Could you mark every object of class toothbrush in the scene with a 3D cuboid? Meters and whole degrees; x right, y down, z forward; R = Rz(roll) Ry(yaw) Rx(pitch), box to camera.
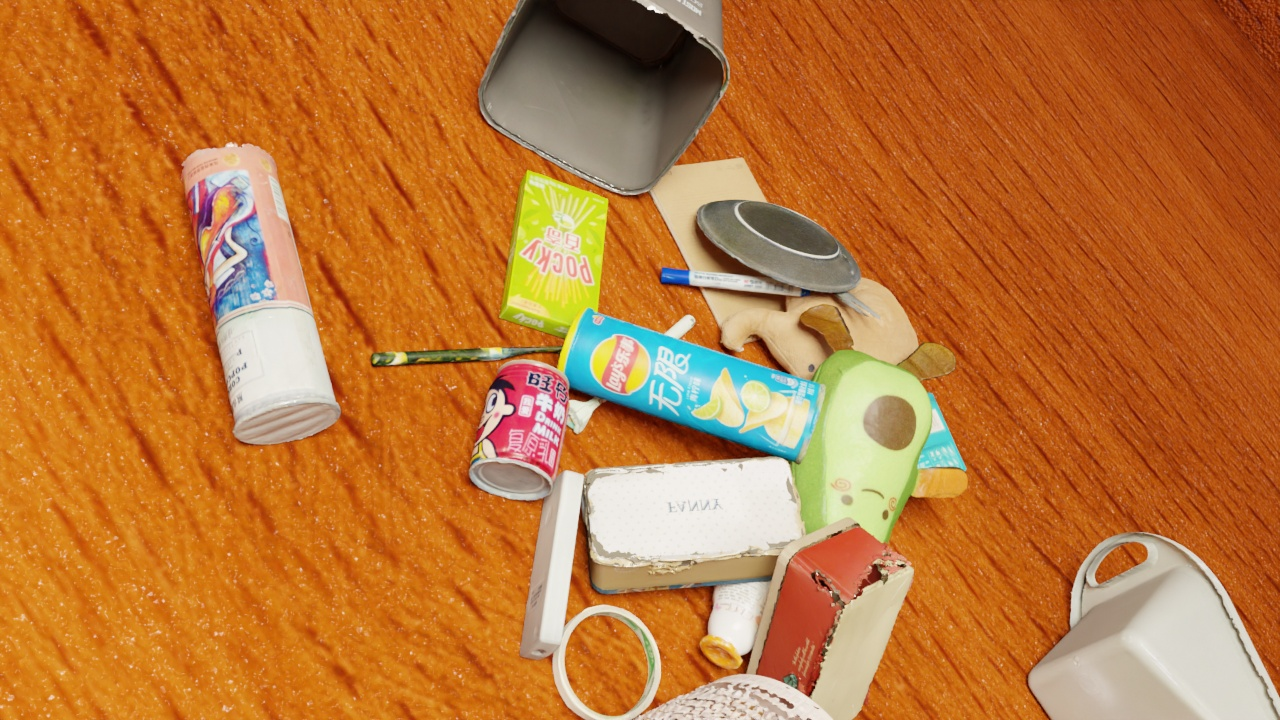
[{"bbox_3d":[-0.131,-0.002,0.763,0.185,0.012,0.017,-3,76,-32],"label":"toothbrush"},{"bbox_3d":[-0.005,0.005,0.830,0.189,0.020,0.029,-40,112,-41],"label":"toothbrush"}]

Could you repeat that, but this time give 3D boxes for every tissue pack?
[{"bbox_3d":[0.256,0.090,0.916,0.133,0.050,0.093,-10,71,-34],"label":"tissue pack"}]

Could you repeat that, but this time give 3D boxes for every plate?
[{"bbox_3d":[0.144,-0.125,0.925,0.179,0.024,0.179,17,29,-10],"label":"plate"}]

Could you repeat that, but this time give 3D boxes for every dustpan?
[{"bbox_3d":[0.480,0.297,0.827,0.142,0.223,0.257,-28,69,-27],"label":"dustpan"}]

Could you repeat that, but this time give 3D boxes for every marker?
[{"bbox_3d":[0.093,-0.076,0.896,0.146,0.017,0.016,6,57,2],"label":"marker"}]

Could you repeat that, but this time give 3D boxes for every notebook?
[{"bbox_3d":[0.102,-0.121,0.971,0.149,0.012,0.211,-16,73,-36],"label":"notebook"}]

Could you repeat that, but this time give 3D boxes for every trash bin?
[{"bbox_3d":[0.040,0.307,0.576,0.191,0.228,0.227,-18,73,-50],"label":"trash bin"},{"bbox_3d":[-0.021,-0.323,0.904,0.199,0.199,0.219,26,48,-16],"label":"trash bin"}]

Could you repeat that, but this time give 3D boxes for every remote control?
[{"bbox_3d":[-0.065,0.151,0.686,0.019,0.056,0.134,16,56,-16],"label":"remote control"}]

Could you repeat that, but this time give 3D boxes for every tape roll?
[{"bbox_3d":[-0.025,0.229,0.692,0.085,0.014,0.085,14,57,-23],"label":"tape roll"}]

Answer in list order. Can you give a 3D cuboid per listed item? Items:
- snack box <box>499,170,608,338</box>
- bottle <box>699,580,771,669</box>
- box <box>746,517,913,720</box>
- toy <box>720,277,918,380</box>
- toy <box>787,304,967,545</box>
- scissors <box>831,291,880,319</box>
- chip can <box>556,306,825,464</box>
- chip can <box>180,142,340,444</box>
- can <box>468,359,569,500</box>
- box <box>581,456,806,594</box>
[{"bbox_3d":[-0.077,-0.096,0.839,0.085,0.026,0.156,17,57,-21],"label":"snack box"},{"bbox_3d":[0.088,0.197,0.746,0.063,0.063,0.108,43,50,-3],"label":"bottle"},{"bbox_3d":[0.146,0.213,0.694,0.091,0.169,0.080,-14,36,-35],"label":"box"},{"bbox_3d":[0.189,-0.018,0.919,0.225,0.083,0.143,-7,57,-34],"label":"toy"},{"bbox_3d":[0.195,0.071,0.819,0.227,0.090,0.246,19,71,-8],"label":"toy"},{"bbox_3d":[0.169,-0.086,0.921,0.146,0.014,0.171,18,27,-1],"label":"scissors"},{"bbox_3d":[0.040,0.021,0.755,0.210,0.071,0.071,18,52,6],"label":"chip can"},{"bbox_3d":[-0.277,-0.051,0.665,0.071,0.071,0.214,-7,68,-34],"label":"chip can"},{"bbox_3d":[-0.092,0.054,0.718,0.066,0.067,0.093,22,55,-19],"label":"can"},{"bbox_3d":[0.047,0.127,0.720,0.184,0.061,0.089,0,54,-7],"label":"box"}]
